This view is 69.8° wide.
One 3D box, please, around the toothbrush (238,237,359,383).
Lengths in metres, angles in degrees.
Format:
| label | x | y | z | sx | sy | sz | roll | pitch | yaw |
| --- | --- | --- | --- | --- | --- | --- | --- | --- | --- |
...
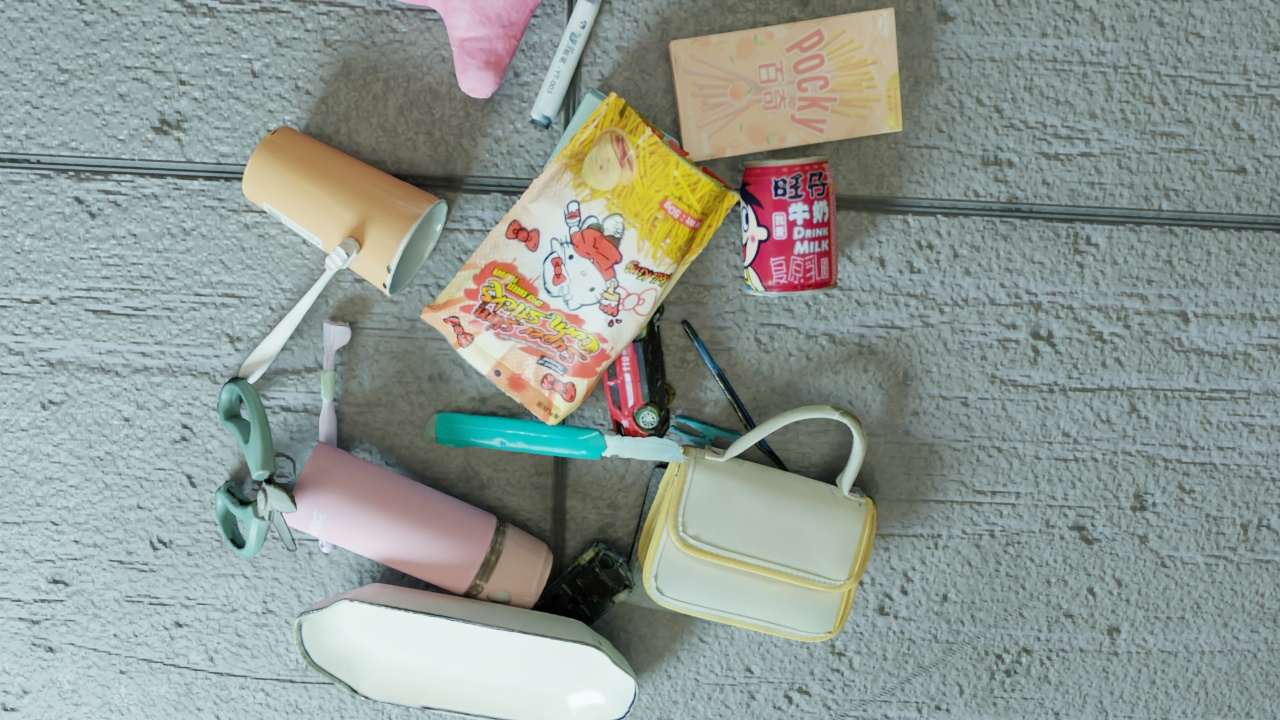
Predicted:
| label | x | y | z | sx | sy | sz | roll | pitch | yaw |
| --- | --- | --- | --- | --- | --- | --- | --- | --- | --- |
| toothbrush | -0.248 | -0.029 | 0.652 | 0.016 | 0.016 | 0.181 | 47 | 125 | -6 |

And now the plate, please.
| label | x | y | z | sx | sy | sz | roll | pitch | yaw |
| --- | --- | --- | --- | --- | --- | --- | --- | --- | --- |
| plate | -0.131 | 0.229 | 0.714 | 0.265 | 0.034 | 0.162 | 10 | 135 | -2 |

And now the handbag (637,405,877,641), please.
| label | x | y | z | sx | sy | sz | roll | pitch | yaw |
| --- | --- | --- | --- | --- | --- | --- | --- | --- | --- |
| handbag | 0.097 | 0.113 | 0.688 | 0.163 | 0.063 | 0.179 | 16 | 100 | -8 |

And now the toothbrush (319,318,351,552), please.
| label | x | y | z | sx | sy | sz | roll | pitch | yaw |
| --- | --- | --- | --- | --- | --- | --- | --- | --- | --- |
| toothbrush | -0.239 | 0.062 | 0.709 | 0.029 | 0.021 | 0.189 | 18 | 108 | 34 |

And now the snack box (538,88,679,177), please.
| label | x | y | z | sx | sy | sz | roll | pitch | yaw |
| --- | --- | --- | --- | --- | --- | --- | --- | --- | --- |
| snack box | -0.048 | -0.098 | 0.655 | 0.074 | 0.051 | 0.175 | 30 | 101 | -7 |

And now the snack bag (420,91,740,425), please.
| label | x | y | z | sx | sy | sz | roll | pitch | yaw |
| --- | --- | --- | --- | --- | --- | --- | --- | --- | --- |
| snack bag | -0.040 | -0.063 | 0.612 | 0.128 | 0.073 | 0.208 | 38 | 107 | -12 |

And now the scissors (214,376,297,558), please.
| label | x | y | z | sx | sy | sz | roll | pitch | yaw |
| --- | --- | --- | --- | --- | --- | --- | --- | --- | --- |
| scissors | -0.277 | 0.073 | 0.659 | 0.019 | 0.178 | 0.169 | -2 | 87 | -39 |

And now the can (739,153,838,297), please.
| label | x | y | z | sx | sy | sz | roll | pitch | yaw |
| --- | --- | --- | --- | --- | --- | --- | --- | --- | --- |
| can | 0.105 | -0.096 | 0.650 | 0.066 | 0.066 | 0.094 | -4 | 103 | 0 |

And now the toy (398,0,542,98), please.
| label | x | y | z | sx | sy | sz | roll | pitch | yaw |
| --- | --- | --- | --- | --- | --- | --- | --- | --- | --- |
| toy | -0.092 | -0.291 | 0.601 | 0.195 | 0.074 | 0.178 | -40 | 90 | 5 |

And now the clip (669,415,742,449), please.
| label | x | y | z | sx | sy | sz | roll | pitch | yaw |
| --- | --- | --- | --- | --- | --- | --- | --- | --- | --- |
| clip | 0.050 | 0.057 | 0.712 | 0.057 | 0.014 | 0.048 | 21 | 104 | -7 |

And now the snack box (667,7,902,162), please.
| label | x | y | z | sx | sy | sz | roll | pitch | yaw |
| --- | --- | --- | --- | --- | --- | --- | --- | --- | --- |
| snack box | 0.102 | -0.193 | 0.647 | 0.157 | 0.026 | 0.084 | -8 | 103 | 2 |

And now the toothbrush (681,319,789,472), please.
| label | x | y | z | sx | sy | sz | roll | pitch | yaw |
| --- | --- | --- | --- | --- | --- | --- | --- | --- | --- |
| toothbrush | 0.081 | 0.048 | 0.711 | 0.016 | 0.014 | 0.189 | -29 | 102 | 23 |

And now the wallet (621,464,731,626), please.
| label | x | y | z | sx | sy | sz | roll | pitch | yaw |
| --- | --- | --- | --- | --- | --- | --- | --- | --- | --- |
| wallet | 0.043 | 0.148 | 0.733 | 0.097 | 0.019 | 0.121 | 13 | 101 | -6 |

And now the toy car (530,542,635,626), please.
| label | x | y | z | sx | sy | sz | roll | pitch | yaw |
| --- | --- | --- | --- | --- | --- | --- | --- | --- | --- |
| toy car | -0.046 | 0.185 | 0.728 | 0.106 | 0.031 | 0.049 | -43 | 88 | 22 |

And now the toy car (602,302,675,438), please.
| label | x | y | z | sx | sy | sz | roll | pitch | yaw |
| --- | --- | --- | --- | --- | --- | --- | --- | --- | --- |
| toy car | -0.004 | 0.004 | 0.679 | 0.045 | 0.052 | 0.120 | 0 | 108 | 16 |

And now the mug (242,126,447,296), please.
| label | x | y | z | sx | sy | sz | roll | pitch | yaw |
| --- | --- | --- | --- | --- | --- | --- | --- | --- | --- |
| mug | -0.209 | -0.108 | 0.644 | 0.123 | 0.078 | 0.078 | 29 | 101 | -2 |

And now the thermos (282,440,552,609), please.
| label | x | y | z | sx | sy | sz | roll | pitch | yaw |
| --- | --- | --- | --- | --- | --- | --- | --- | --- | --- |
| thermos | -0.169 | 0.136 | 0.700 | 0.198 | 0.067 | 0.087 | 27 | 130 | -15 |

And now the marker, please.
| label | x | y | z | sx | sy | sz | roll | pitch | yaw |
| --- | --- | --- | --- | --- | --- | --- | --- | --- | --- |
| marker | -0.048 | -0.226 | 0.643 | 0.022 | 0.018 | 0.131 | 26 | 101 | 2 |

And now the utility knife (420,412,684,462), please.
| label | x | y | z | sx | sy | sz | roll | pitch | yaw |
| --- | --- | --- | --- | --- | --- | --- | --- | --- | --- |
| utility knife | -0.069 | 0.060 | 0.689 | 0.209 | 0.013 | 0.029 | 5 | 103 | 15 |
